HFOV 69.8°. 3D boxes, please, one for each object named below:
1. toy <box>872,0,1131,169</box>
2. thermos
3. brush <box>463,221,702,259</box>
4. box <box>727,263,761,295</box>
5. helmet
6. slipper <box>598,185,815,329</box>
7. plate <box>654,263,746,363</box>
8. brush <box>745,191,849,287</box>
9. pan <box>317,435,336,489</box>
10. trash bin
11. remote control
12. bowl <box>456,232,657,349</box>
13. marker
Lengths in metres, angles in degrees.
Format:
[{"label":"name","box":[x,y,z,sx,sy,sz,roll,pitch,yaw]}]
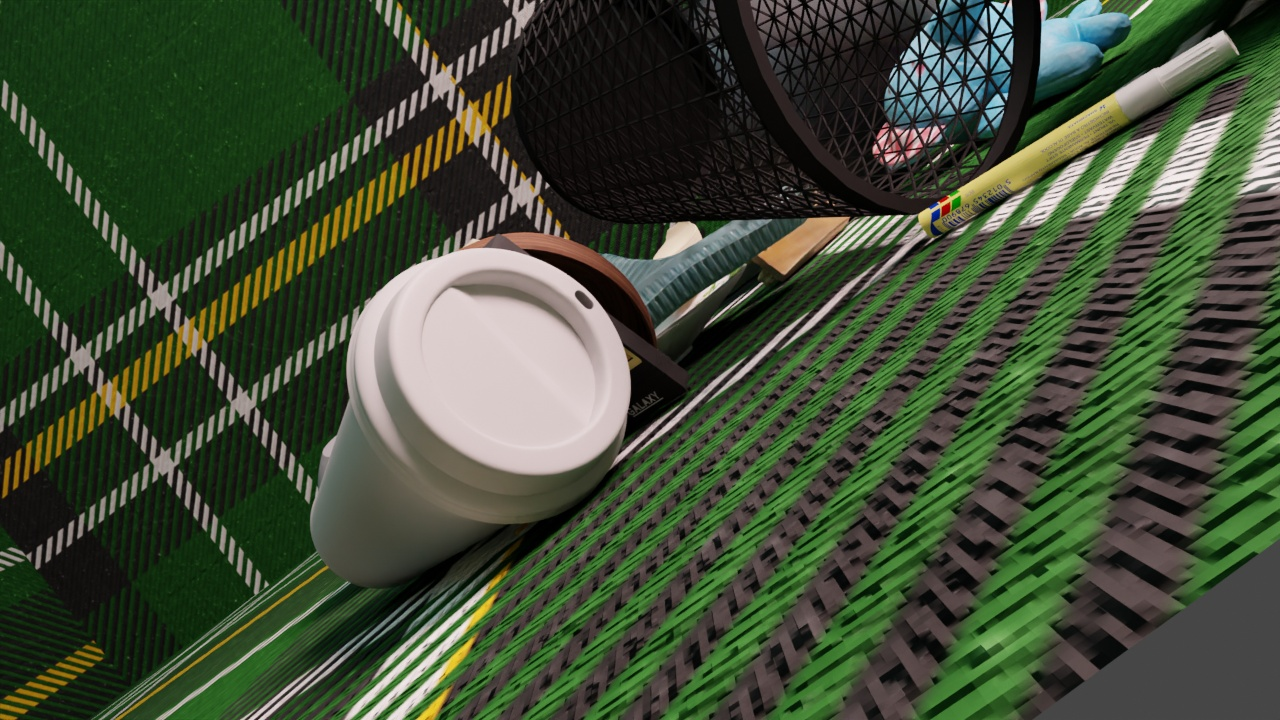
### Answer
[{"label":"toy","box":[0.248,-0.215,0.653,0.183,0.115,0.181,-47,18,-12]},{"label":"thermos","box":[-0.106,0.049,0.479,0.131,0.131,0.223,-40,-3,-42]},{"label":"brush","box":[-0.034,-0.078,0.727,0.271,0.077,0.062,-7,-31,-47]},{"label":"box","box":[0.043,-0.059,0.998,0.186,0.057,0.138,-37,10,-23]},{"label":"helmet","box":[0.173,-0.255,0.853,0.316,0.249,0.236,-12,10,-11]},{"label":"slipper","box":[-0.003,-0.051,0.640,0.276,0.069,0.116,-35,7,5]},{"label":"plate","box":[-0.004,0.004,0.714,0.229,0.030,0.229,-36,4,3]},{"label":"brush","box":[0.123,-0.101,0.749,0.116,0.049,0.039,-41,-17,-38]},{"label":"pan","box":[-0.131,0.027,0.813,0.201,0.051,0.355,-9,21,47]},{"label":"trash bin","box":[0.053,-0.175,0.523,0.216,0.217,0.244,-38,20,-29]},{"label":"remote control","box":[-0.041,-0.011,0.496,0.058,0.133,0.013,-36,29,39]},{"label":"bowl","box":[-0.064,-0.020,0.551,0.148,0.147,0.068,-35,29,23]},{"label":"marker","box":[0.174,-0.089,0.379,0.133,0.014,0.014,-33,5,42]}]
